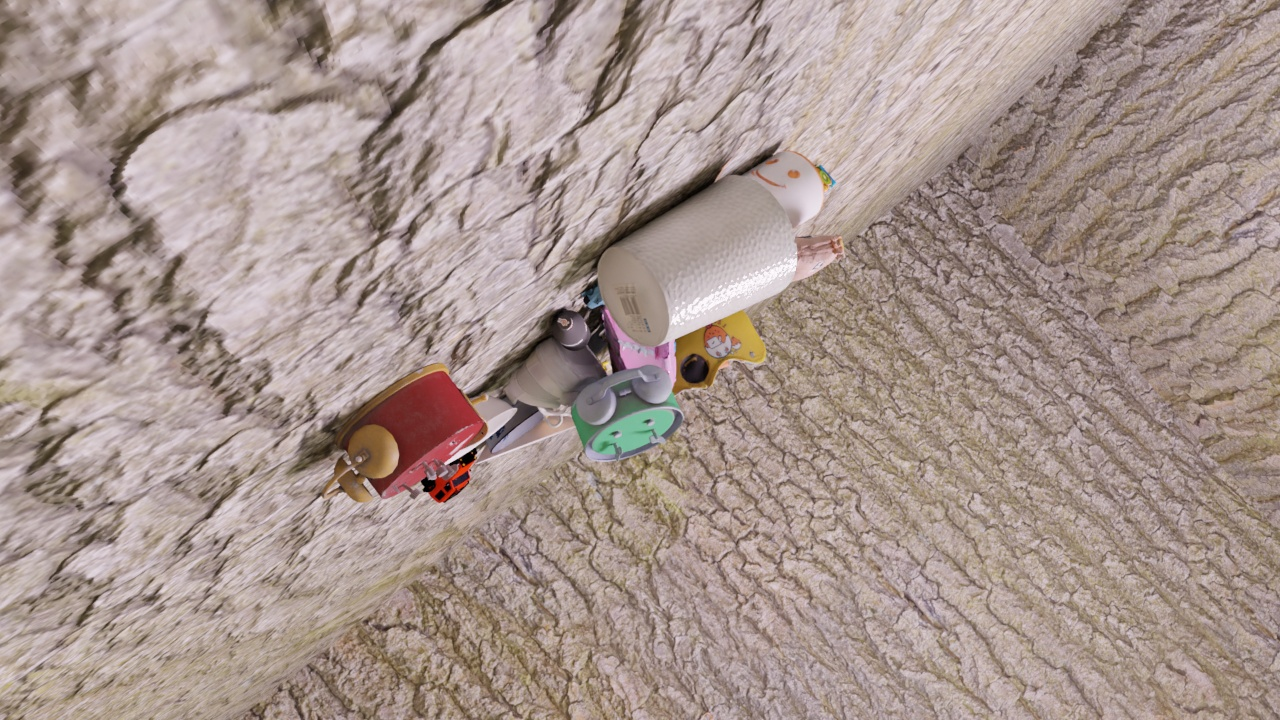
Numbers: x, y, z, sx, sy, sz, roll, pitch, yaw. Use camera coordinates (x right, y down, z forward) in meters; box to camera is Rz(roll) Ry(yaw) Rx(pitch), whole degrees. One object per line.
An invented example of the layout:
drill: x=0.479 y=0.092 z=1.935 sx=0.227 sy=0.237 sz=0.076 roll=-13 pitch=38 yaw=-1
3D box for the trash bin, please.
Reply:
trash bin: x=0.052 y=-0.093 z=0.907 sx=0.161 sy=0.133 sz=0.134 roll=-30 pitch=171 yaw=-30

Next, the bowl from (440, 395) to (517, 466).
bowl: x=-0.196 y=0.071 z=1.034 sx=0.110 sy=0.040 sz=0.110 roll=-37 pitch=174 yaw=-5

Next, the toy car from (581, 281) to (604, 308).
toy car: x=-0.022 y=-0.080 z=1.008 sx=0.060 sy=0.027 sz=0.107 roll=-41 pitch=174 yaw=22

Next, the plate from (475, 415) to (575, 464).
plate: x=-0.171 y=0.107 z=1.375 sx=0.174 sy=0.036 sz=0.174 roll=-21 pitch=177 yaw=-1

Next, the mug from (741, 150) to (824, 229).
mug: x=0.139 y=-0.174 z=1.015 sx=0.105 sy=0.082 sz=0.082 roll=-35 pitch=173 yaw=-29

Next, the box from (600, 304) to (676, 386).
box: x=-0.007 y=0.008 z=1.146 sx=0.231 sy=0.085 sz=0.090 roll=84 pitch=23 yaw=-67

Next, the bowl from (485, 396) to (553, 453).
bowl: x=-0.165 y=0.070 z=1.209 sx=0.114 sy=0.045 sz=0.114 roll=-38 pitch=174 yaw=-5

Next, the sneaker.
sneaker: x=-0.099 y=0.027 z=1.129 sx=0.091 sy=0.089 sz=0.242 roll=-35 pitch=169 yaw=8

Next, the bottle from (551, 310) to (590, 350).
bottle: x=-0.076 y=-0.033 z=0.990 sx=0.036 sy=0.036 sz=0.110 roll=-39 pitch=175 yaw=-2

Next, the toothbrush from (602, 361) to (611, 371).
toothbrush: x=-0.077 y=0.019 z=1.522 sx=0.021 sy=0.016 sz=0.135 roll=-36 pitch=176 yaw=23

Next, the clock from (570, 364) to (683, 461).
clock: x=-0.016 y=0.058 z=1.050 sx=0.122 sy=0.075 sz=0.162 roll=-19 pitch=154 yaw=-8

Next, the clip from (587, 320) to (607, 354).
clip: x=-0.025 y=-0.058 z=1.185 sx=0.090 sy=0.027 sz=0.163 roll=-36 pitch=173 yaw=-20

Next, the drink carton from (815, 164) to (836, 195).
drink carton: x=0.220 y=-0.228 z=1.303 sx=0.128 sy=0.044 sz=0.039 roll=-37 pitch=174 yaw=-23

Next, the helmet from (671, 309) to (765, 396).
helmet: x=0.051 y=-0.026 z=1.363 sx=0.239 sy=0.139 sz=0.209 roll=-26 pitch=-173 yaw=-14

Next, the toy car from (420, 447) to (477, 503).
toy car: x=-0.261 y=0.158 z=1.273 sx=0.100 sy=0.049 sz=0.051 roll=-43 pitch=173 yaw=37

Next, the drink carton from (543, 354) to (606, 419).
drink carton: x=-0.110 y=0.033 z=1.294 sx=0.122 sy=0.041 sz=0.058 roll=-38 pitch=175 yaw=0

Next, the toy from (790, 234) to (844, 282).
toy: x=0.130 y=-0.100 z=1.087 sx=0.265 sy=0.065 sz=0.195 roll=-19 pitch=-179 yaw=35

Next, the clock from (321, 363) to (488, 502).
clock: x=-0.207 y=0.078 z=0.804 sx=0.158 sy=0.081 sz=0.117 roll=-34 pitch=173 yaw=-42
